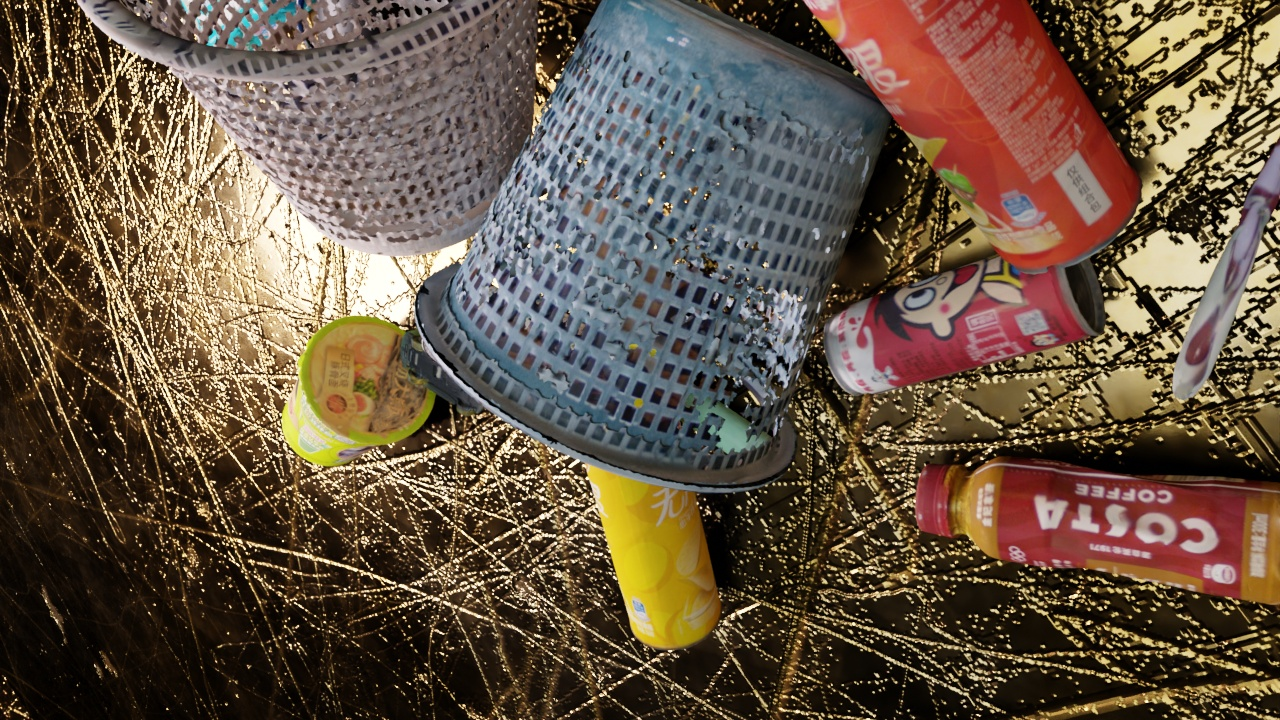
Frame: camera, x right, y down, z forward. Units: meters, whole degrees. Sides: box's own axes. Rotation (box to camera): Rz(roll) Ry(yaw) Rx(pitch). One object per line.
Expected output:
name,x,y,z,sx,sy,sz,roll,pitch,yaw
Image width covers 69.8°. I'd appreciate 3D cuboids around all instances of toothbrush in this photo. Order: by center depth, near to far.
toothbrush,0.274,-0.063,0.408,0.016,0.017,0.188,22,121,28
toothbrush,-0.004,0.004,0.636,0.224,0.026,0.027,34,157,19

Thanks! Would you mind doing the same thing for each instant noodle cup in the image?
instant noodle cup,-0.252,0.037,0.786,0.124,0.111,0.111,-34,89,48

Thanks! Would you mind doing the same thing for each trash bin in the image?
trash bin,0.021,-0.075,0.478,0.226,0.226,0.195,34,114,19
trash bin,-0.144,-0.168,0.495,0.227,0.227,0.192,35,158,18

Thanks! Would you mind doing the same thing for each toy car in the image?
toy car,-0.154,0.007,0.740,0.091,0.036,0.043,32,125,22

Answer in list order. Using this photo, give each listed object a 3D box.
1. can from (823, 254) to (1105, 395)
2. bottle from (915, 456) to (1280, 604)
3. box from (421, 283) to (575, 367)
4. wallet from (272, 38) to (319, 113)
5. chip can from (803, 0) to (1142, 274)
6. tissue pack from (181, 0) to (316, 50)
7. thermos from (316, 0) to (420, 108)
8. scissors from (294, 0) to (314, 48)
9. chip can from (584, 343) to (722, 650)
can,0.166,-0.020,0.483,0.133,0.053,0.053,-20,98,40
bottle,0.235,0.082,0.478,0.175,0.057,0.057,3,112,35
box,-0.093,-0.010,0.662,0.163,0.076,0.088,33,119,30
wallet,-0.261,-0.185,0.721,0.087,0.024,0.115,47,149,18
chip can,0.130,-0.129,0.382,0.073,0.073,0.216,-24,126,40
tissue pack,-0.311,-0.295,0.705,0.134,0.050,0.093,-14,103,40
thermos,-0.161,-0.259,0.569,0.090,0.068,0.243,27,138,8
scissors,-0.229,-0.199,0.702,0.108,0.012,0.175,23,122,-1
chip can,0.004,0.096,0.622,0.072,0.071,0.213,8,126,33
